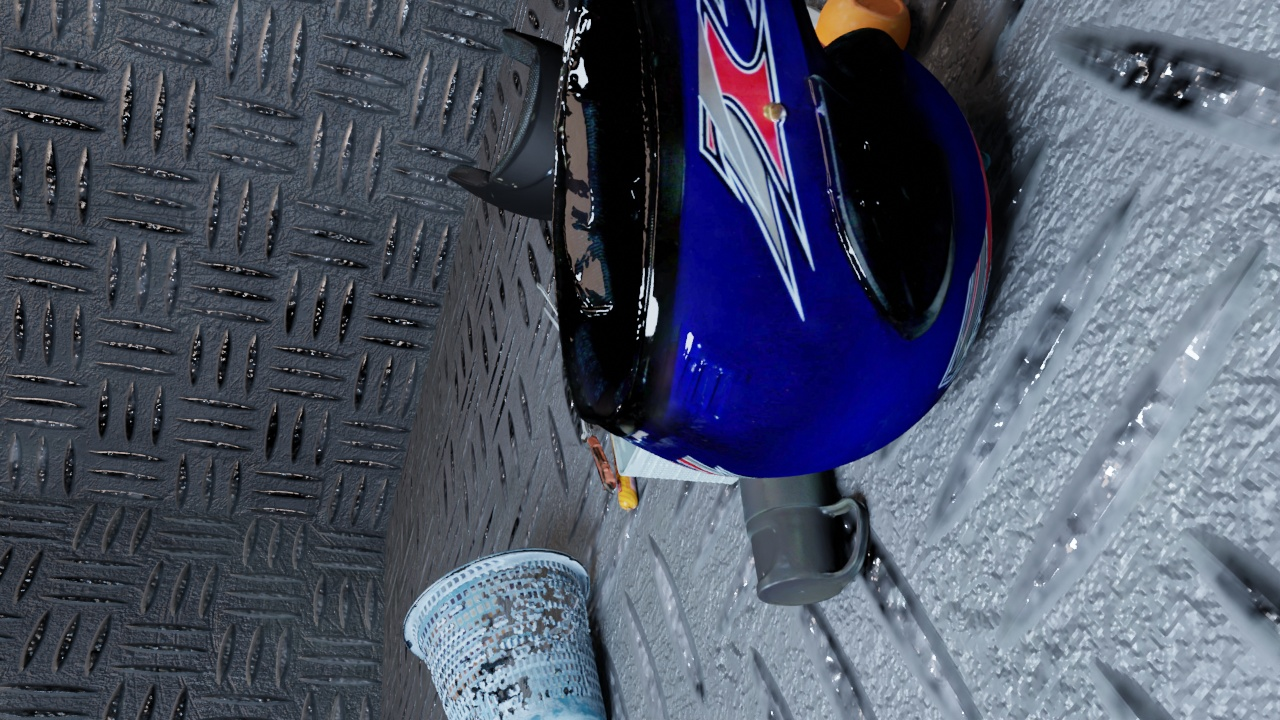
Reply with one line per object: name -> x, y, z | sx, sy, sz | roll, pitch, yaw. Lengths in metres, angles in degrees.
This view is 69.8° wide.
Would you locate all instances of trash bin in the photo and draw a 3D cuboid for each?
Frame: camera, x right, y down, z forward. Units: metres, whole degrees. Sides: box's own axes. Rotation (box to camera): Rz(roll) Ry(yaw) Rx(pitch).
trash bin -> -0.135, 0.357, 1.030 | 0.195, 0.226, 0.227 | 62, 139, 41

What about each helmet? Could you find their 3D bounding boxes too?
helmet -> 0.081, -0.089, 0.551 | 0.248, 0.240, 0.315 | 168, 101, -69
helmet -> -0.123, -0.306, 1.267 | 0.274, 0.230, 0.234 | -103, 39, -76

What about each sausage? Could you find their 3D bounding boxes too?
sausage -> -0.021, 0.110, 1.076 | 0.165, 0.021, 0.022 | -99, 27, -44

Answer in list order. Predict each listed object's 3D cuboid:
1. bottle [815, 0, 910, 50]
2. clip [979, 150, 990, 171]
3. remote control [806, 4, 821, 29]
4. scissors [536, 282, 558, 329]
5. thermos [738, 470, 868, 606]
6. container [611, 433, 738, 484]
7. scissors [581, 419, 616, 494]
bottle -> 0.150, -0.210, 0.708 | 0.150, 0.066, 0.066 | 111, 159, -47
clip -> 0.200, -0.133, 0.583 | 0.055, 0.038, 0.013 | -126, 46, -55
remote control -> 0.152, -0.269, 0.782 | 0.124, 0.024, 0.049 | -113, 38, -56
scissors -> -0.052, 0.023, 1.014 | 0.221, 0.021, 0.229 | 45, 164, 53
thermos -> 0.113, 0.054, 0.686 | 0.090, 0.068, 0.242 | -24, 53, 28
container -> 0.042, 0.050, 0.797 | 0.090, 0.111, 0.090 | -102, 30, -47
scissors -> -0.062, 0.081, 1.088 | 0.226, 0.015, 0.189 | -116, 12, -45
